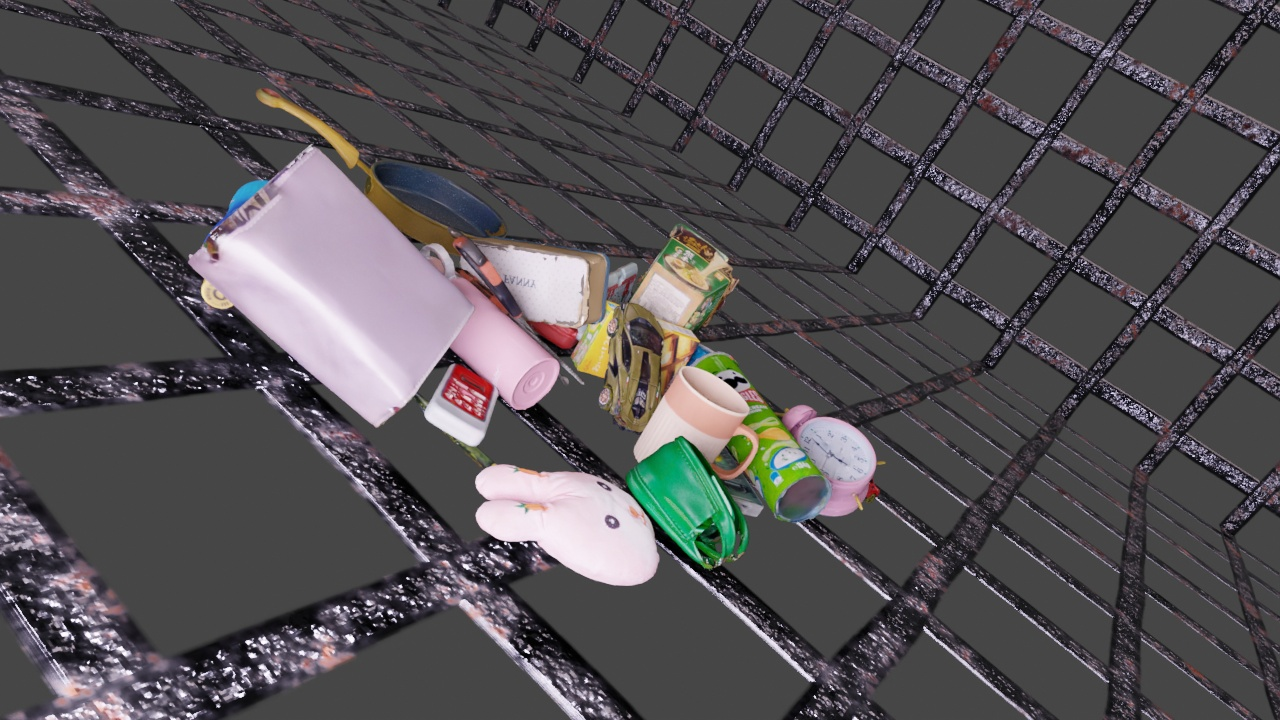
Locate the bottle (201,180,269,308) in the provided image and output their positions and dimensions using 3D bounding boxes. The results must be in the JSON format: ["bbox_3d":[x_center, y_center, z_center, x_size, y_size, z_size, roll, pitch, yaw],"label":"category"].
[{"bbox_3d":[-0.365,-0.106,0.848,0.065,0.065,0.218,24,21,-21],"label":"bottle"}]

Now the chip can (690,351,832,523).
[{"bbox_3d":[0.130,0.083,1.058,0.072,0.072,0.236,17,26,-36],"label":"chip can"}]

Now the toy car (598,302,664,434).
[{"bbox_3d":[-0.006,0.006,1.040,0.070,0.042,0.158,17,64,-35],"label":"toy car"}]

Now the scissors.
[{"bbox_3d":[-0.138,-0.053,0.973,0.222,0.015,0.189,40,-16,22],"label":"scissors"}]

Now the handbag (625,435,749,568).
[{"bbox_3d":[0.047,0.133,0.836,0.120,0.068,0.131,55,1,17],"label":"handbag"}]

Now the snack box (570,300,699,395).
[{"bbox_3d":[-0.006,-0.013,1.121,0.140,0.087,0.033,19,23,-32],"label":"snack box"}]

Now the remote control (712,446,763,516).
[{"bbox_3d":[0.088,0.122,1.033,0.056,0.019,0.135,20,23,-30],"label":"remote control"}]

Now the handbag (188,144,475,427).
[{"bbox_3d":[-0.253,-0.057,0.765,0.197,0.099,0.144,46,32,-19],"label":"handbag"}]

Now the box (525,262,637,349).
[{"bbox_3d":[-0.065,-0.087,1.191,0.095,0.102,0.201,34,19,4],"label":"box"}]

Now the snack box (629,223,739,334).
[{"bbox_3d":[0.047,-0.094,1.201,0.117,0.118,0.105,37,30,6],"label":"snack box"}]

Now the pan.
[{"bbox_3d":[-0.335,-0.245,1.208,0.357,0.078,0.197,21,22,-28],"label":"pan"}]

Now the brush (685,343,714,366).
[{"bbox_3d":[0.149,0.075,1.197,0.109,0.061,0.314,11,31,-52],"label":"brush"}]

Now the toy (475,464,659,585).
[{"bbox_3d":[-0.058,0.131,0.751,0.159,0.054,0.121,19,22,-21],"label":"toy"}]

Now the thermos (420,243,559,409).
[{"bbox_3d":[-0.170,-0.041,0.949,0.067,0.087,0.198,-24,57,-42],"label":"thermos"}]

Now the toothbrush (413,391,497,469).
[{"bbox_3d":[-0.179,0.055,0.814,0.186,0.012,0.017,39,27,20],"label":"toothbrush"}]

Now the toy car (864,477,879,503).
[{"bbox_3d":[0.281,0.152,1.195,0.049,0.031,0.106,44,4,36],"label":"toy car"}]

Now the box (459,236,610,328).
[{"bbox_3d":[-0.119,-0.091,1.057,0.184,0.090,0.061,13,14,18],"label":"box"}]

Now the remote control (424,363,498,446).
[{"bbox_3d":[-0.161,0.038,0.840,0.056,0.020,0.136,34,11,-11],"label":"remote control"}]

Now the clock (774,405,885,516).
[{"bbox_3d":[0.210,0.115,1.110,0.158,0.060,0.116,29,46,12],"label":"clock"}]

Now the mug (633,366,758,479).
[{"bbox_3d":[0.065,0.080,0.969,0.114,0.106,0.081,32,20,1],"label":"mug"}]
